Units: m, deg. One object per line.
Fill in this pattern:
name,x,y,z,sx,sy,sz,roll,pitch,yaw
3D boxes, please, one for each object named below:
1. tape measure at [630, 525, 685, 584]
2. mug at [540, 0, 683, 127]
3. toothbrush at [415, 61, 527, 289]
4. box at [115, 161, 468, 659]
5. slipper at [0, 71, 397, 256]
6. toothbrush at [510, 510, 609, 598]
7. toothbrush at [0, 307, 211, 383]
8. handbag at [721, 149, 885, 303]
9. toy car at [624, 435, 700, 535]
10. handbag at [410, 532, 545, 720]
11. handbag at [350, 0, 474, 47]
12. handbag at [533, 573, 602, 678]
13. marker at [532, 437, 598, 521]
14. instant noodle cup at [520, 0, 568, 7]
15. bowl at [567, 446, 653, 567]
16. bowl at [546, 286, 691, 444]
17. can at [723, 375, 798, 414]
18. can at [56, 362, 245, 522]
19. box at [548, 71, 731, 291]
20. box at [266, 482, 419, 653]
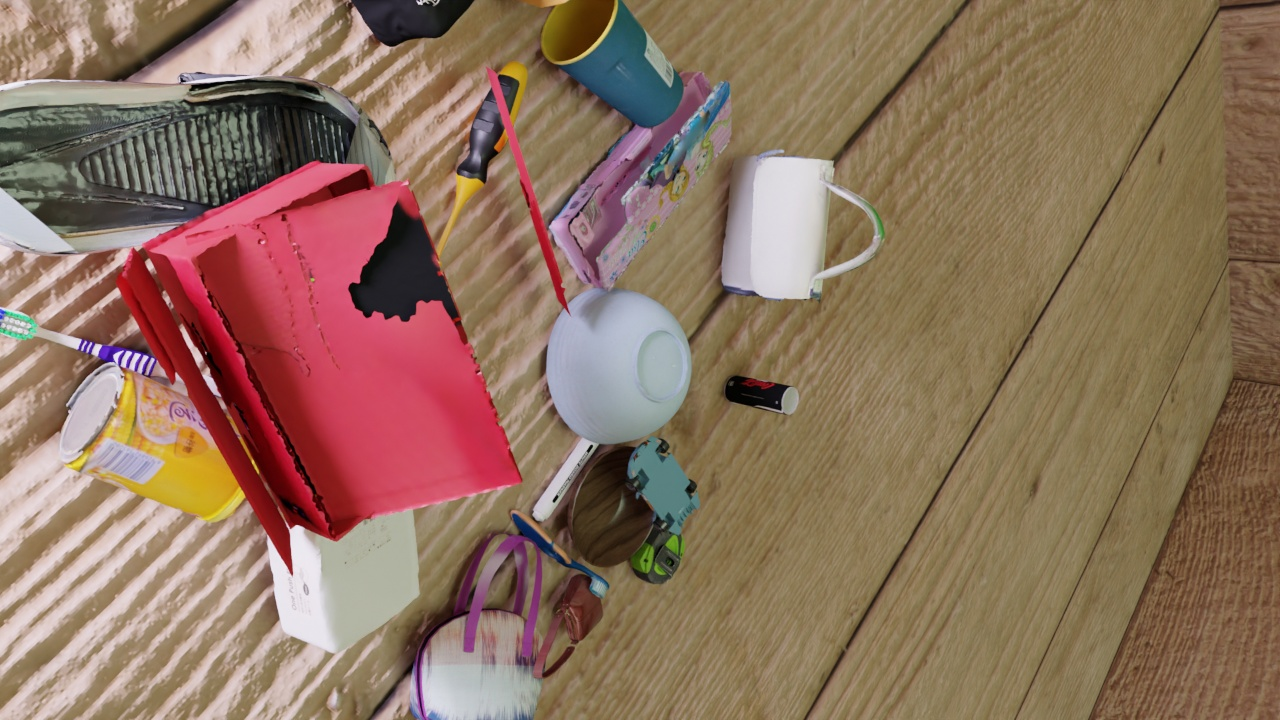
tape measure,0.021,0.202,0.960,0.058,0.036,0.065,47,65,-42
mug,-0.018,-0.257,0.791,0.121,0.078,0.078,29,78,-50
toothbrush,-0.134,-0.147,0.727,0.196,0.031,0.031,-68,161,-4
box,-0.205,0.066,0.461,0.424,0.128,0.213,-83,161,-59
slipper,-0.269,-0.120,0.560,0.263,0.063,0.111,-21,112,-51
toothbrush,-0.074,0.181,0.851,0.135,0.022,0.017,46,43,-28
toothbrush,-0.315,0.002,0.580,0.186,0.016,0.015,27,79,-46
handbag,0.163,-0.133,0.929,0.073,0.176,0.151,-3,102,-44
toy car,0.016,0.119,0.893,0.060,0.028,0.108,-50,125,-26
handbag,-0.129,0.236,0.802,0.144,0.068,0.169,24,75,-46
handbag,-0.151,-0.308,0.609,0.124,0.115,0.154,-54,128,-26
handbag,-0.070,0.253,0.849,0.119,0.029,0.055,-50,130,-60
marker,-0.061,0.094,0.864,0.020,0.017,0.133,43,67,-20
instant noodle cup,-0.046,-0.352,0.711,0.120,0.124,0.123,-39,125,-43
bowl,-0.033,0.139,0.893,0.119,0.032,0.119,-12,108,-44
bowl,-0.005,0.005,0.844,0.150,0.075,0.150,0,91,-44
can,0.132,0.037,1.005,0.031,0.081,0.031,-12,107,-44
can,-0.297,0.053,0.573,0.105,0.068,0.067,39,71,-43
box,0.016,-0.169,0.850,0.229,0.063,0.085,-53,132,-24
box,-0.234,0.139,0.683,0.102,0.102,0.108,-32,128,-58
